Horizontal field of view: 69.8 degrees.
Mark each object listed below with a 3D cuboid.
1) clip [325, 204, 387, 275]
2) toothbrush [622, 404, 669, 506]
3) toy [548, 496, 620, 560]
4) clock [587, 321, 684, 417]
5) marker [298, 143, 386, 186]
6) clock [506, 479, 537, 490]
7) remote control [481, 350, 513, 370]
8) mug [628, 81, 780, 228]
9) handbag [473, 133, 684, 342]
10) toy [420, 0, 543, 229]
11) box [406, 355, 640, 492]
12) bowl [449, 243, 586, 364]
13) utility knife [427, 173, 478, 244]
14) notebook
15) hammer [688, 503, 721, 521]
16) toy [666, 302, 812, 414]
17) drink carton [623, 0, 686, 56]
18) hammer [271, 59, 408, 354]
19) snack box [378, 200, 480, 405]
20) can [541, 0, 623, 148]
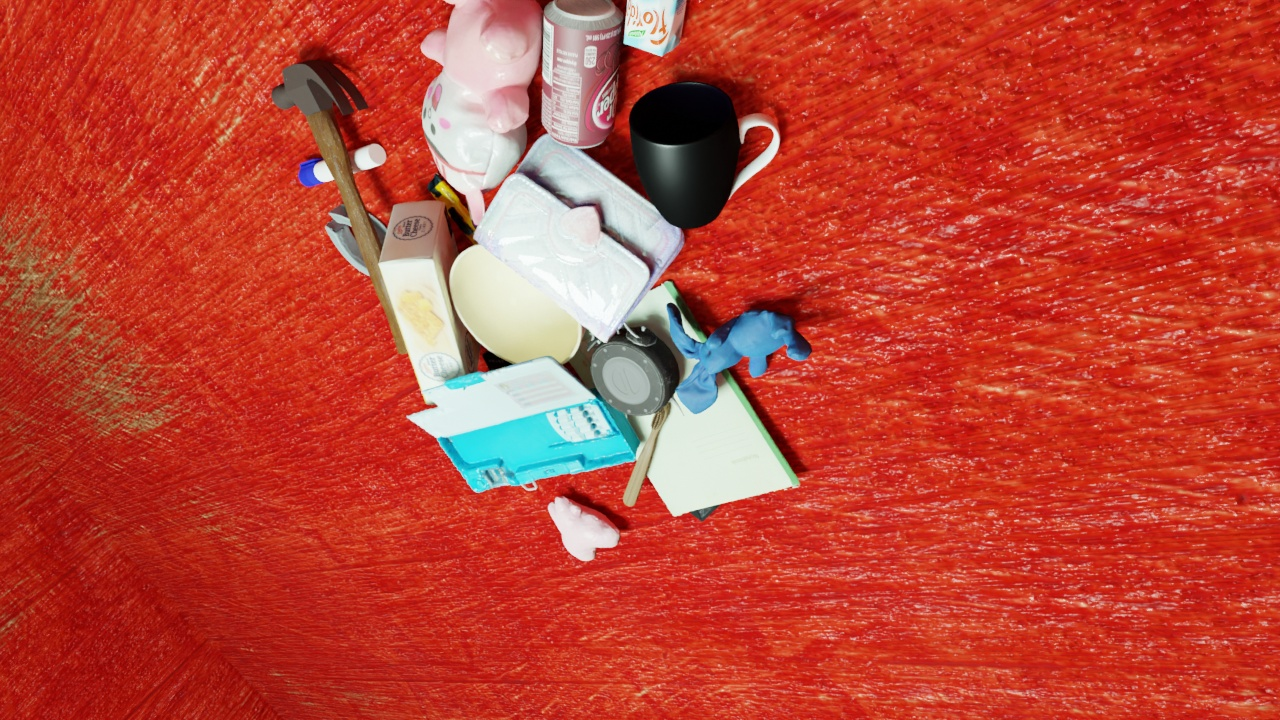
[{"bbox_3d":[-0.306,-0.110,1.089,0.163,0.027,0.108,38,140,3],"label":"clip"},{"bbox_3d":[0.004,0.108,1.016,0.016,0.016,0.167,29,133,13],"label":"toothbrush"},{"bbox_3d":[-0.079,0.212,1.181,0.096,0.052,0.099,45,139,-2],"label":"toy"},{"bbox_3d":[-0.006,0.005,0.933,0.091,0.043,0.123,-4,116,36],"label":"clock"},{"bbox_3d":[-0.333,-0.218,1.018,0.133,0.023,0.027,-4,100,38],"label":"marker"},{"bbox_3d":[-0.176,0.108,1.148,0.137,0.048,0.096,52,154,-8],"label":"clock"},{"bbox_3d":[-0.140,0.048,1.109,0.047,0.022,0.150,2,128,34],"label":"remote control"},{"bbox_3d":[0.055,-0.164,0.750,0.119,0.084,0.100,-6,140,5],"label":"mug"},{"bbox_3d":[-0.054,-0.111,0.825,0.158,0.069,0.126,38,96,0],"label":"handbag"},{"bbox_3d":[-0.142,-0.232,0.810,0.142,0.084,0.214,56,144,28],"label":"toy"},{"bbox_3d":[-0.138,0.065,1.013,0.227,0.056,0.185,-14,130,27],"label":"box"},{"bbox_3d":[-0.112,-0.072,0.939,0.151,0.075,0.151,16,132,18],"label":"bowl"},{"bbox_3d":[-0.171,-0.130,0.983,0.163,0.017,0.031,48,147,-14],"label":"utility knife"},{"bbox_3d":[0.035,0.050,0.974,0.182,0.010,0.252,-22,106,41],"label":"notebook"},{"bbox_3d":[-0.034,0.059,1.046,0.325,0.015,0.095,38,138,3],"label":"hammer"},{"bbox_3d":[0.085,-0.017,0.851,0.177,0.070,0.113,-20,114,48],"label":"toy"},{"bbox_3d":[0.014,-0.294,0.686,0.044,0.038,0.129,25,136,17],"label":"drink carton"},{"bbox_3d":[-0.304,-0.159,0.991,0.115,0.033,0.323,0,114,39],"label":"hammer"},{"bbox_3d":[-0.223,-0.058,0.995,0.057,0.104,0.208,-4,134,1],"label":"snack box"},{"bbox_3d":[-0.049,-0.240,0.761,0.063,0.063,0.114,24,136,17],"label":"can"}]
